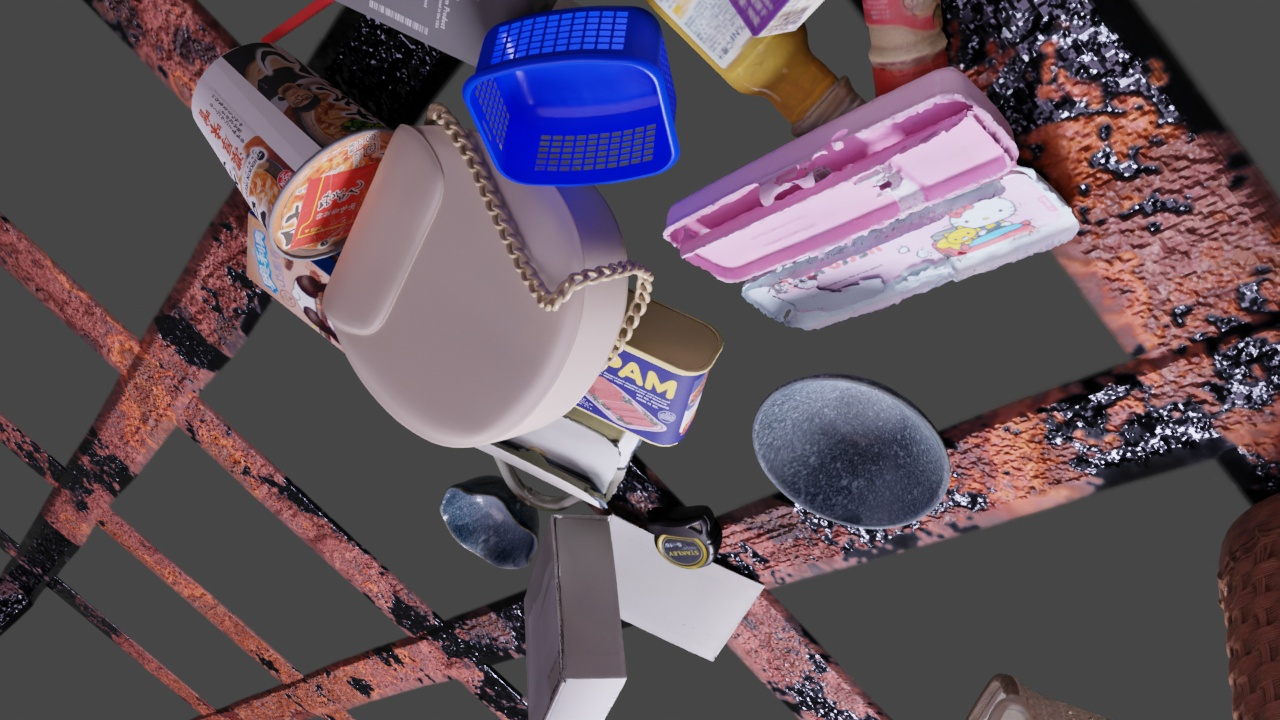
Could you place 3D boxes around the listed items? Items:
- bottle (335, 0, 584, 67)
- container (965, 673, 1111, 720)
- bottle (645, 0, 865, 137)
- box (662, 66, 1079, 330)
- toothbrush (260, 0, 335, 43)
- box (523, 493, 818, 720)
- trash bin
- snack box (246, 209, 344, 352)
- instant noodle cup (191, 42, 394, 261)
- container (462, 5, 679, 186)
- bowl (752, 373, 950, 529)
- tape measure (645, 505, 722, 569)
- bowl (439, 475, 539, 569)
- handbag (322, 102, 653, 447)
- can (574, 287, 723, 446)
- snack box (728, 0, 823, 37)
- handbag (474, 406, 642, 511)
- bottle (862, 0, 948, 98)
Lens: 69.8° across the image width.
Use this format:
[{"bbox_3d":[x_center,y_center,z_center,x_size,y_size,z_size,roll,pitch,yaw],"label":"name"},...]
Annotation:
[{"bbox_3d":[-0.105,-0.231,0.561,0.174,0.046,0.084,26,141,-2],"label":"bottle"},{"bbox_3d":[0.322,0.388,0.754,0.143,0.184,0.247,11,133,10],"label":"container"},{"bbox_3d":[0.046,-0.194,0.507,0.186,0.053,0.053,42,136,-8],"label":"bottle"},{"bbox_3d":[0.130,-0.082,0.540,0.152,0.038,0.202,25,148,-39],"label":"box"},{"bbox_3d":[-0.204,-0.262,0.630,0.213,0.012,0.018,-11,120,37],"label":"toothbrush"},{"bbox_3d":[0.060,0.221,0.928,0.173,0.421,0.168,56,145,29],"label":"box"},{"bbox_3d":[0.407,0.190,0.502,0.151,0.209,0.151,17,134,18],"label":"trash bin"},{"bbox_3d":[-0.284,-0.067,0.820,0.151,0.034,0.087,37,139,6],"label":"snack box"},{"bbox_3d":[-0.255,-0.160,0.675,0.122,0.123,0.124,46,138,11],"label":"instant noodle cup"},{"bbox_3d":[-0.036,-0.156,0.537,0.114,0.058,0.096,-2,147,13],"label":"container"},{"bbox_3d":[0.153,0.050,0.647,0.137,0.057,0.137,17,133,19],"label":"bowl"},{"bbox_3d":[0.043,0.156,0.821,0.062,0.034,0.061,-5,119,28],"label":"tape measure"},{"bbox_3d":[-0.141,0.152,0.915,0.110,0.055,0.110,16,133,18],"label":"bowl"},{"bbox_3d":[-0.119,-0.050,0.637,0.208,0.103,0.211,38,110,19],"label":"handbag"},{"bbox_3d":[-0.004,0.004,0.705,0.116,0.056,0.092,25,137,11],"label":"can"},{"bbox_3d":[0.069,-0.255,0.420,0.143,0.040,0.148,57,136,6],"label":"snack box"},{"bbox_3d":[-0.087,0.086,0.812,0.151,0.073,0.176,27,137,8],"label":"handbag"},{"bbox_3d":[0.135,-0.181,0.472,0.044,0.044,0.109,2,126,30],"label":"bottle"}]
